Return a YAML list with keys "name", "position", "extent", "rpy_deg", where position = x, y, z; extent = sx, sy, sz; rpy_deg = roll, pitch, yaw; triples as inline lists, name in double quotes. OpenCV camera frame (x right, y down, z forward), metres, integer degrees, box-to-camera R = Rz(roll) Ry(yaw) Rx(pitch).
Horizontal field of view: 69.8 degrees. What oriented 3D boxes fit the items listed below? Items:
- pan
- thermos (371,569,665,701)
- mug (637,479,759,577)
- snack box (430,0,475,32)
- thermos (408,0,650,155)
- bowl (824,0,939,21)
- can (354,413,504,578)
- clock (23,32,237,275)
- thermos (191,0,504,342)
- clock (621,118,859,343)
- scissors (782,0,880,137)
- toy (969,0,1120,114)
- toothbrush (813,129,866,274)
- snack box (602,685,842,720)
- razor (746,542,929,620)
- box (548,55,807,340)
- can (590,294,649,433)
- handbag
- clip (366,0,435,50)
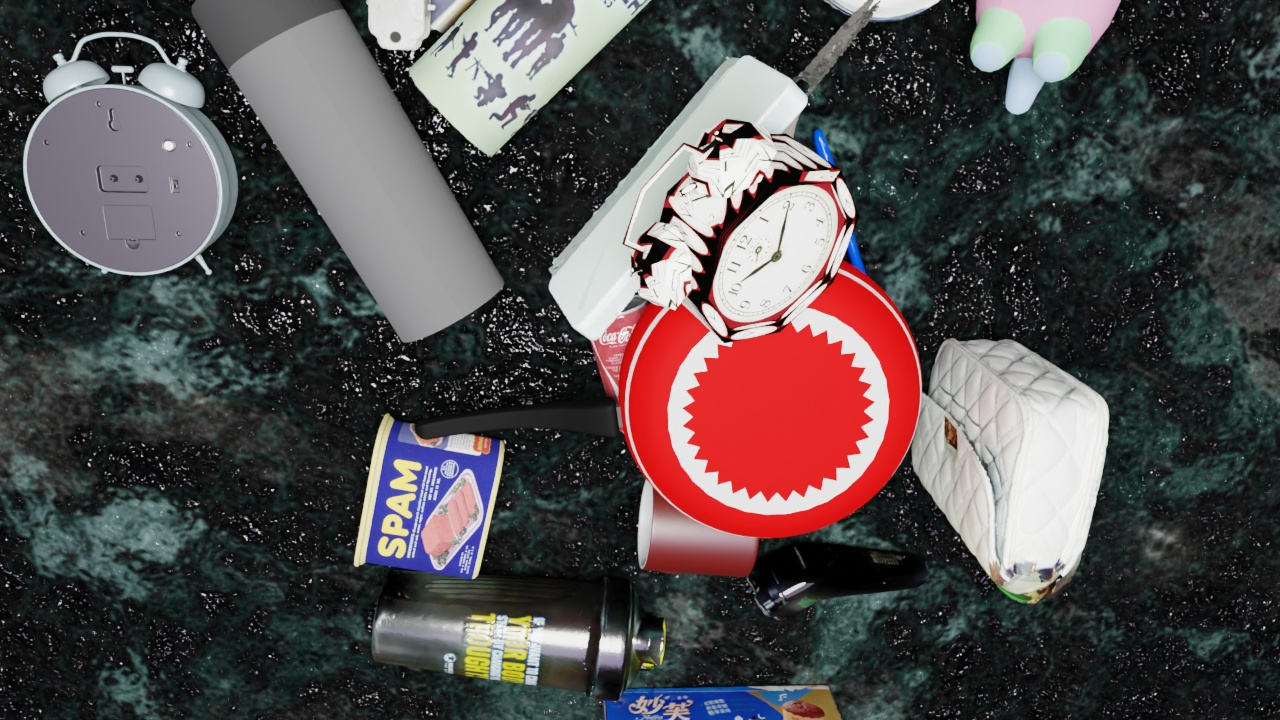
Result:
- name: "pan"
  position: [0.016, 0.035, 0.632]
  extent: [0.356, 0.067, 0.209]
  rpy_deg: [-7, 107, 1]
- name: "thermos"
  position: [-0.094, 0.213, 0.727]
  extent: [0.221, 0.098, 0.098]
  rpy_deg: [6, 108, -3]
- name: "mug"
  position: [0.042, 0.140, 0.728]
  extent: [0.082, 0.073, 0.106]
  rpy_deg: [6, 136, -7]
- name: "snack box"
  position: [-0.127, -0.310, 0.569]
  extent: [0.144, 0.042, 0.145]
  rpy_deg: [-41, 106, 10]
- name: "thermos"
  position: [-0.038, -0.236, 0.586]
  extent: [0.231, 0.082, 0.082]
  rpy_deg: [-42, 107, 9]
- name: "bowl"
  position: [0.152, -0.281, 0.593]
  extent: [0.118, 0.062, 0.118]
  rpy_deg: [-1, 109, -4]
- name: "can"
  position: [-0.160, 0.107, 0.701]
  extent: [0.092, 0.056, 0.116]
  rpy_deg: [12, 107, -10]
- name: "clock"
  position: [-0.336, -0.134, 0.610]
  extent: [0.122, 0.045, 0.159]
  rpy_deg: [0, 108, -5]
- name: "thermos"
  position: [-0.185, -0.135, 0.602]
  extent: [0.082, 0.082, 0.240]
  rpy_deg: [-27, 109, 4]
- name: "clock"
  position: [0.047, -0.077, 0.512]
  extent: [0.154, 0.065, 0.115]
  rpy_deg: [13, 116, -47]
- name: "scissors"
  position: [0.091, -0.178, 0.616]
  extent: [0.121, 0.012, 0.171]
  rpy_deg: [9, 132, 1]
- name: "toy"
  position: [0.273, -0.280, 0.582]
  extent: [0.120, 0.170, 0.222]
  rpy_deg: [19, 144, 24]
- name: "toothbrush"
  position: [0.154, -0.083, 0.684]
  extent: [0.018, 0.016, 0.182]
  rpy_deg: [-19, 109, 7]
- name: "snack box"
  position: [0.068, 0.369, 0.802]
  extent: [0.202, 0.069, 0.155]
  rpy_deg: [1, 108, -5]
- name: "razor"
  position: [0.164, 0.183, 0.762]
  extent: [0.151, 0.054, 0.067]
  rpy_deg: [-1, 119, -12]
- name: "box"
  position: [0.011, -0.114, 0.598]
  extent: [0.040, 0.134, 0.197]
  rpy_deg: [37, 102, -32]
- name: "can"
  position: [-0.004, 0.004, 0.680]
  extent: [0.054, 0.054, 0.096]
  rpy_deg: [-15, 109, 0]
- name: "handbag"
  position: [0.247, 0.064, 0.651]
  extent: [0.072, 0.194, 0.139]
  rpy_deg: [5, 105, 0]
- name: "clip"
  position: [-0.147, -0.218, 0.556]
  extent: [0.102, 0.050, 0.058]
  rpy_deg: [3, 97, -2]
